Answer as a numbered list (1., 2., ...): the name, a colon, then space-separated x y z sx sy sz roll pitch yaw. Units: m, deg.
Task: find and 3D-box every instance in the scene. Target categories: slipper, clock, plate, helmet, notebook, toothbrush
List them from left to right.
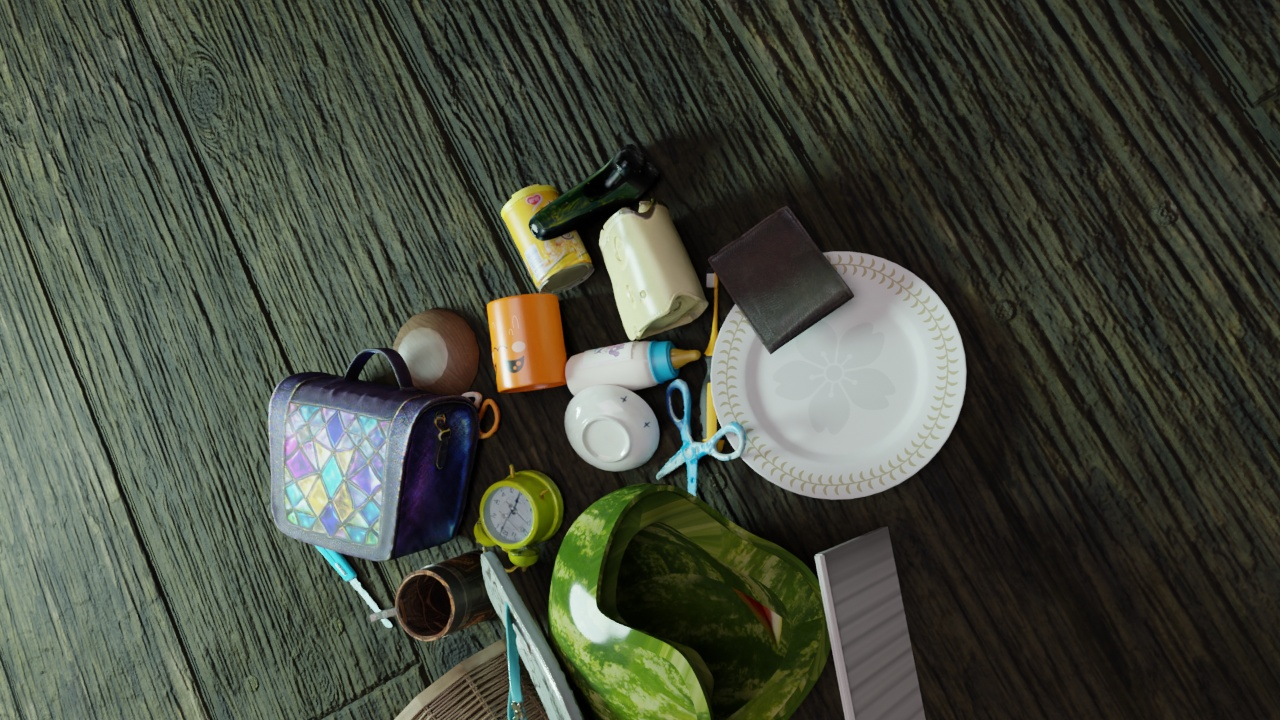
1. clock: -0.135 0.176 1.006 0.083 0.057 0.119 27 105 20
2. slipper: -0.108 0.280 0.834 0.268 0.054 0.098 52 150 42
3. plate: -0.033 0.077 0.960 0.104 0.026 0.104 6 117 12
4. helmet: 0.026 0.246 0.851 0.247 0.212 0.244 39 136 32
5. toothbrush: 0.076 -0.001 0.943 0.031 0.031 0.196 0 85 13
6. plate: 0.188 0.013 0.892 0.243 0.016 0.242 -4 79 18
7. notebook: 0.211 0.265 0.822 0.009 0.142 0.209 -14 83 37

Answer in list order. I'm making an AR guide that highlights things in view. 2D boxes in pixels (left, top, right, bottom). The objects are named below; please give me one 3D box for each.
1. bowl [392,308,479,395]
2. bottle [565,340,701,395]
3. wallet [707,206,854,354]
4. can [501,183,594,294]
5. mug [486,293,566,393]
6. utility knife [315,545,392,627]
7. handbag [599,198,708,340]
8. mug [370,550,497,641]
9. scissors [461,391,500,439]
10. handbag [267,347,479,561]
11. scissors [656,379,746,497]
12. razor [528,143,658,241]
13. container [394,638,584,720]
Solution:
1. bowl: -0.246 -0.004 1.067 0.118 0.030 0.118 -1 88 21
2. bottle: -0.006 0.006 0.962 0.146 0.051 0.051 -11 84 21
3. wallet: 0.137 -0.080 0.903 0.099 0.031 0.120 -35 69 7
4. can: -0.101 -0.131 0.995 0.068 0.067 0.105 -30 78 18
5. mug: -0.132 -0.015 1.007 0.113 0.077 0.096 -15 82 52
6. utility knife: -0.356 0.254 1.114 0.181 0.015 0.022 43 107 14
7. handbag: 0.011 -0.093 0.923 0.081 0.111 0.119 -18 82 -8
8. mug: -0.221 0.262 1.009 0.116 0.107 0.080 -19 82 20
9. scissors: -0.206 0.096 1.059 0.064 0.013 0.128 30 99 20
10. handbag: -0.301 0.096 1.029 0.205 0.125 0.222 8 95 26
11. scissors: 0.051 0.079 0.935 0.134 0.011 0.137 -44 62 42
12. razor: -0.051 -0.175 0.957 0.151 0.067 0.054 -33 75 -21
13. container: -0.128 0.412 0.915 0.227 0.226 0.196 -48 66 13
